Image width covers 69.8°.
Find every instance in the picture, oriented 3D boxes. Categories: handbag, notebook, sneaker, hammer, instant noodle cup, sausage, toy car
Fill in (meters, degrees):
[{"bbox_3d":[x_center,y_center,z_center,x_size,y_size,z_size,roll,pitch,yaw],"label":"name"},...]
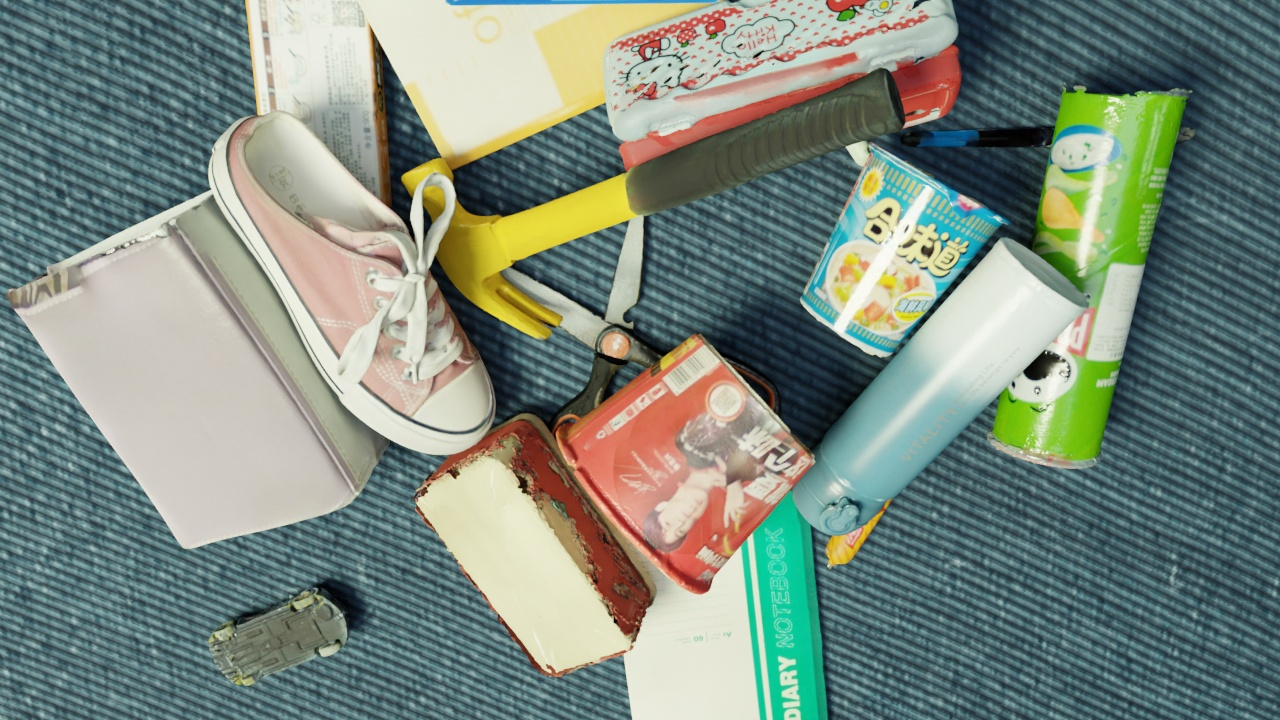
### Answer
[{"bbox_3d":[-0.270,0.010,0.574,0.145,0.098,0.197,-19,114,12],"label":"handbag"},{"bbox_3d":[-0.056,-0.218,0.554,0.206,0.010,0.146,-22,123,4],"label":"notebook"},{"bbox_3d":[0.059,0.201,0.683,0.150,0.012,0.209,-7,103,0],"label":"notebook"},{"bbox_3d":[-0.152,-0.040,0.544,0.088,0.118,0.241,-5,124,43],"label":"sneaker"},{"bbox_3d":[-0.001,-0.095,0.523,0.301,0.032,0.129,-15,113,31],"label":"hammer"},{"bbox_3d":[0.158,-0.066,0.580,0.099,0.099,0.110,28,110,-7],"label":"instant noodle cup"},{"bbox_3d":[0.033,0.058,0.566,0.108,0.138,0.138,-43,101,4],"label":"instant noodle cup"},{"bbox_3d":[0.177,0.080,0.649,0.021,0.021,0.165,28,102,-7],"label":"sausage"},{"bbox_3d":[-0.260,0.199,0.667,0.105,0.031,0.049,-21,104,6],"label":"toy car"}]

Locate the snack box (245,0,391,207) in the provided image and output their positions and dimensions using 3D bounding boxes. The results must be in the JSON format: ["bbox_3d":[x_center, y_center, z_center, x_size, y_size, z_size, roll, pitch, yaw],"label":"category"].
[{"bbox_3d":[-0.202,-0.171,0.579,0.075,0.026,0.154,-1,104,-1],"label":"snack box"}]

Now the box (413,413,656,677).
[{"bbox_3d":[-0.070,0.130,0.618,0.091,0.077,0.168,-28,104,25],"label":"box"}]

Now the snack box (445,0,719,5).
[{"bbox_3d":[-0.033,-0.244,0.513,0.157,0.026,0.085,-2,115,-5],"label":"snack box"}]

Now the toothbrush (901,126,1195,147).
[{"bbox_3d":[0.265,-0.146,0.598,0.189,0.016,0.014,0,103,0],"label":"toothbrush"}]

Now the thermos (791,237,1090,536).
[{"bbox_3d":[0.180,0.026,0.583,0.070,0.070,0.221,31,118,-8],"label":"thermos"}]

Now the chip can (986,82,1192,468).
[{"bbox_3d":[0.281,-0.052,0.584,0.072,0.072,0.236,4,107,-2],"label":"chip can"}]

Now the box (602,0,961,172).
[{"bbox_3d":[0.079,-0.176,0.545,0.202,0.095,0.100,-13,86,13],"label":"box"}]

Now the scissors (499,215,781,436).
[{"bbox_3d":[-0.007,0.007,0.628,0.221,0.021,0.233,16,104,-5],"label":"scissors"}]

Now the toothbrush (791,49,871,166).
[{"bbox_3d":[0.096,-0.203,0.579,0.020,0.029,0.189,-21,109,48],"label":"toothbrush"}]
